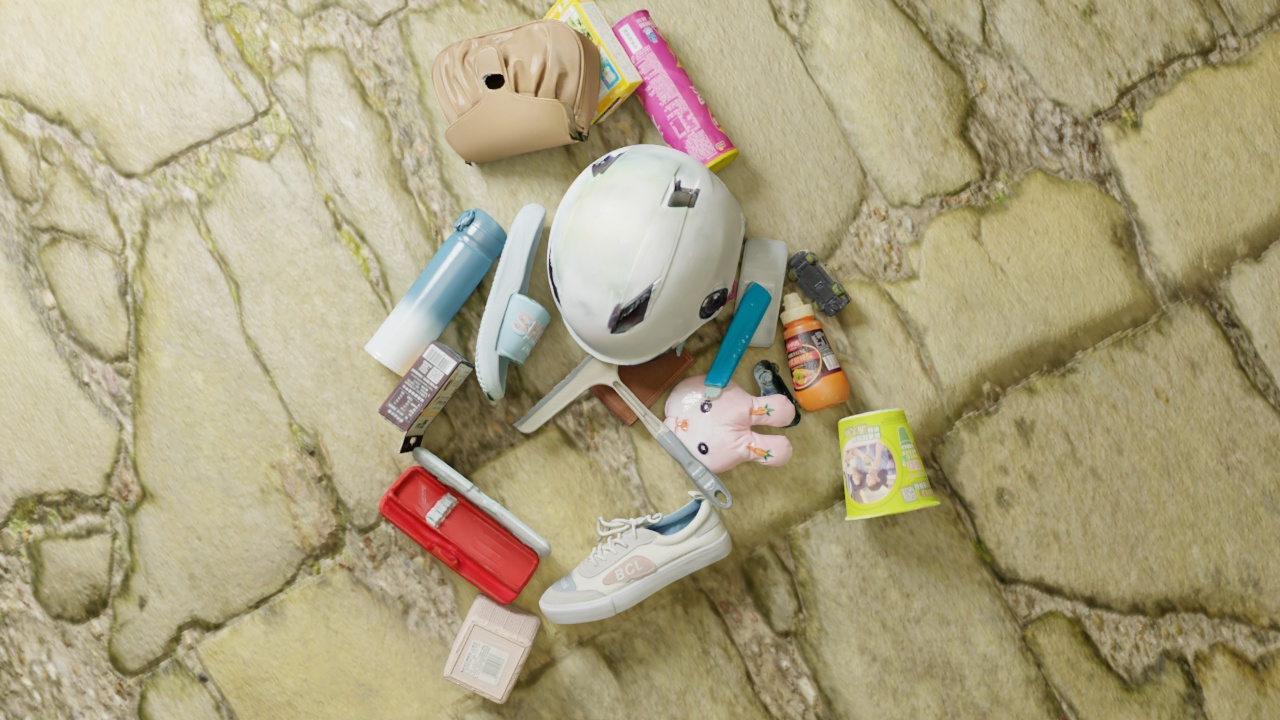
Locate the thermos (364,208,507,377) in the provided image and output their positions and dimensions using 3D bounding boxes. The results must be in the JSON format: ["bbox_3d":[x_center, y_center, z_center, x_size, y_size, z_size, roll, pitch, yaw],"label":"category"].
[{"bbox_3d":[-0.244,-0.084,1.110,0.070,0.070,0.220,35,87,0],"label":"thermos"}]

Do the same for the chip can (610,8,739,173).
[{"bbox_3d":[0.036,-0.324,1.130,0.071,0.071,0.210,-32,88,-4],"label":"chip can"}]

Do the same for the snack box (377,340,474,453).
[{"bbox_3d":[-0.253,0.043,1.079,0.053,0.113,0.125,38,86,1],"label":"snack box"}]

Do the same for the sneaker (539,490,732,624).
[{"bbox_3d":[-0.014,0.229,1.090,0.242,0.089,0.091,-23,104,-7],"label":"sneaker"}]

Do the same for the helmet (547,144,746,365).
[{"bbox_3d":[-0.008,-0.135,1.043,0.229,0.146,0.258,27,82,25],"label":"helmet"}]

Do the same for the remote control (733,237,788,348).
[{"bbox_3d":[0.149,-0.085,1.145,0.056,0.020,0.136,8,87,11],"label":"remote control"}]

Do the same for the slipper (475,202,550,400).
[{"bbox_3d":[-0.141,-0.068,1.098,0.074,0.104,0.245,14,80,-3],"label":"slipper"}]

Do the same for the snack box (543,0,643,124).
[{"bbox_3d":[-0.066,-0.371,1.121,0.033,0.087,0.140,-34,90,-43],"label":"snack box"}]

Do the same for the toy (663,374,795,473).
[{"bbox_3d":[0.106,0.078,1.111,0.159,0.054,0.121,2,89,12],"label":"toy"}]

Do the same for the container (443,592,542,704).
[{"bbox_3d":[-0.173,0.335,1.070,0.090,0.111,0.090,26,86,-1],"label":"container"}]

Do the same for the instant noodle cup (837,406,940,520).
[{"bbox_3d":[0.291,0.123,1.107,0.111,0.112,0.123,-9,80,-3],"label":"instant noodle cup"}]

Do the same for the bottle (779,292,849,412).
[{"bbox_3d":[0.207,-0.013,1.130,0.066,0.067,0.149,-17,81,-3],"label":"bottle"}]

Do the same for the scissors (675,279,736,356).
[{"bbox_3d":[0.075,-0.060,1.134,0.083,0.017,0.137,25,76,-20],"label":"scissors"}]

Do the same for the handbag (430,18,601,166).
[{"bbox_3d":[-0.150,-0.319,1.086,0.205,0.099,0.148,-7,95,22],"label":"handbag"}]

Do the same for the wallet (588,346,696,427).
[{"bbox_3d":[-0.007,0.007,1.134,0.101,0.032,0.124,45,86,3],"label":"wallet"}]

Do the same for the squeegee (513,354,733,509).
[{"bbox_3d":[0.023,0.082,1.086,0.246,0.039,0.246,-43,77,-2],"label":"squeegee"}]

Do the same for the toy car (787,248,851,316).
[{"bbox_3d":[0.221,-0.099,1.142,0.090,0.035,0.042,50,124,5],"label":"toy car"}]

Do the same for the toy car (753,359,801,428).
[{"bbox_3d":[0.167,0.042,1.134,0.034,0.042,0.090,-28,94,30],"label":"toy car"}]

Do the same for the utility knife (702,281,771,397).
[{"bbox_3d":[0.115,-0.022,1.107,0.034,0.018,0.159,24,75,12],"label":"utility knife"}]

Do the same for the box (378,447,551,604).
[{"bbox_3d":[-0.202,0.188,1.077,0.201,0.102,0.095,37,57,0],"label":"box"}]
